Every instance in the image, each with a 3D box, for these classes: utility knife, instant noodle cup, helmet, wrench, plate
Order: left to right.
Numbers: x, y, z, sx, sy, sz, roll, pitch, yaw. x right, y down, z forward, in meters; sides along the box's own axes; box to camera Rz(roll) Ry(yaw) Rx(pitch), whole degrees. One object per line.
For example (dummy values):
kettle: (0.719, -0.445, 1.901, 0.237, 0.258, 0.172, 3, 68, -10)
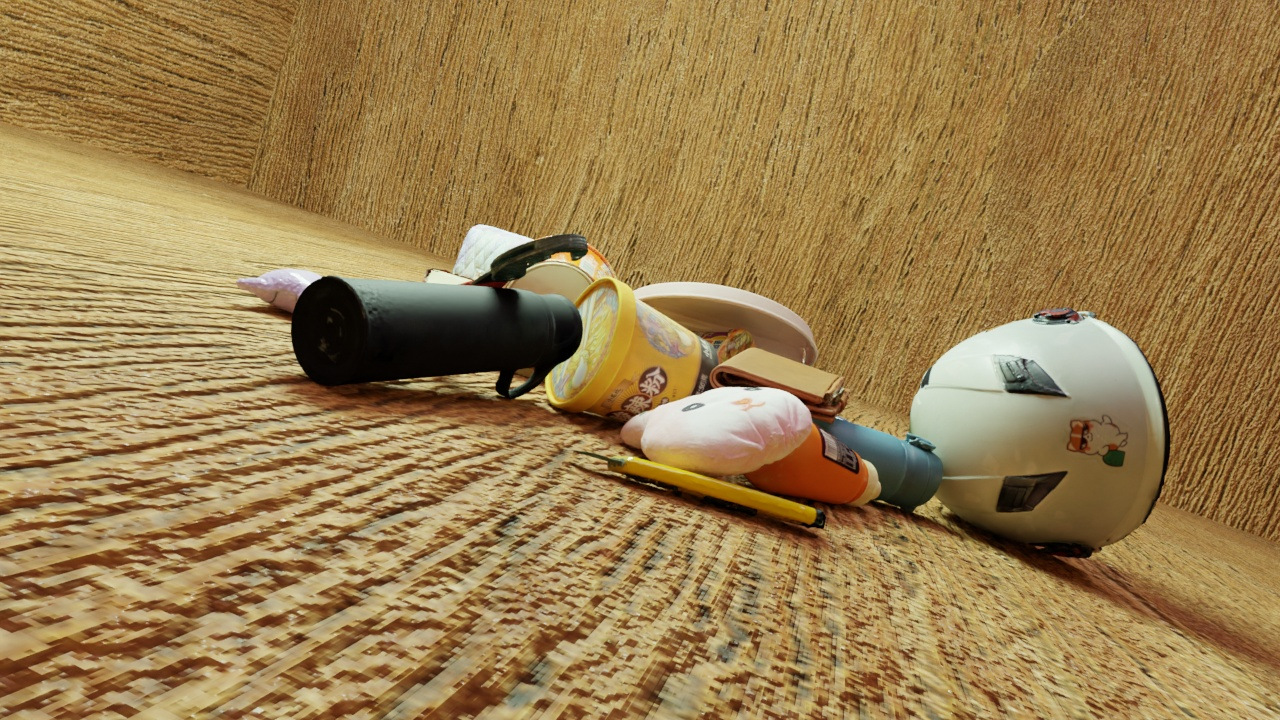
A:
wrench: (-0.141, -0.054, 0.755, 0.056, 0.016, 0.274, -3, -12, -43)
instant noodle cup: (-0.098, -0.063, 1.056, 0.151, 0.151, 0.111, 18, 13, -6)
instant noodle cup: (-0.005, 0.005, 0.793, 0.114, 0.118, 0.118, 25, 1, -26)
instant noodle cup: (0.057, 0.016, 0.964, 0.099, 0.111, 0.111, 11, 0, 32)
utility knife: (0.039, 0.084, 0.595, 0.181, 0.015, 0.033, 17, -17, -9)
plate: (0.081, -0.031, 1.008, 0.229, 0.028, 0.230, 12, -19, 4)
helmet: (0.345, 0.067, 0.867, 0.157, 0.230, 0.274, -1, -1, -2)

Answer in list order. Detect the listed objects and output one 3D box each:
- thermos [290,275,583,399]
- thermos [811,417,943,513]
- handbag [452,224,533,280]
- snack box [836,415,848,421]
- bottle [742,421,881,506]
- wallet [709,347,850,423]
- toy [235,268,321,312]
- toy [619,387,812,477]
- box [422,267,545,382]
thermos: (-0.133, -0.011, 0.667, 0.068, 0.090, 0.242, 16, 9, 29)
thermos: (0.164, 0.078, 0.822, 0.220, 0.070, 0.070, 16, 5, -13)
handbag: (-0.196, -0.114, 1.286, 0.075, 0.134, 0.194, 15, 5, -37)
snack box: (0.173, 0.072, 1.089, 0.182, 0.046, 0.178, 19, 4, -3)
bottle: (0.144, 0.086, 0.738, 0.149, 0.067, 0.067, 24, 1, -36)
wallet: (0.125, 0.019, 0.790, 0.108, 0.031, 0.131, 18, 13, 15)
toy: (-0.299, -0.060, 0.817, 0.084, 0.039, 0.108, 18, 2, -5)
toy: (0.048, 0.049, 0.667, 0.121, 0.054, 0.160, -15, 8, -27)
box: (-0.140, -0.041, 0.917, 0.168, 0.076, 0.091, 17, 16, -14)
